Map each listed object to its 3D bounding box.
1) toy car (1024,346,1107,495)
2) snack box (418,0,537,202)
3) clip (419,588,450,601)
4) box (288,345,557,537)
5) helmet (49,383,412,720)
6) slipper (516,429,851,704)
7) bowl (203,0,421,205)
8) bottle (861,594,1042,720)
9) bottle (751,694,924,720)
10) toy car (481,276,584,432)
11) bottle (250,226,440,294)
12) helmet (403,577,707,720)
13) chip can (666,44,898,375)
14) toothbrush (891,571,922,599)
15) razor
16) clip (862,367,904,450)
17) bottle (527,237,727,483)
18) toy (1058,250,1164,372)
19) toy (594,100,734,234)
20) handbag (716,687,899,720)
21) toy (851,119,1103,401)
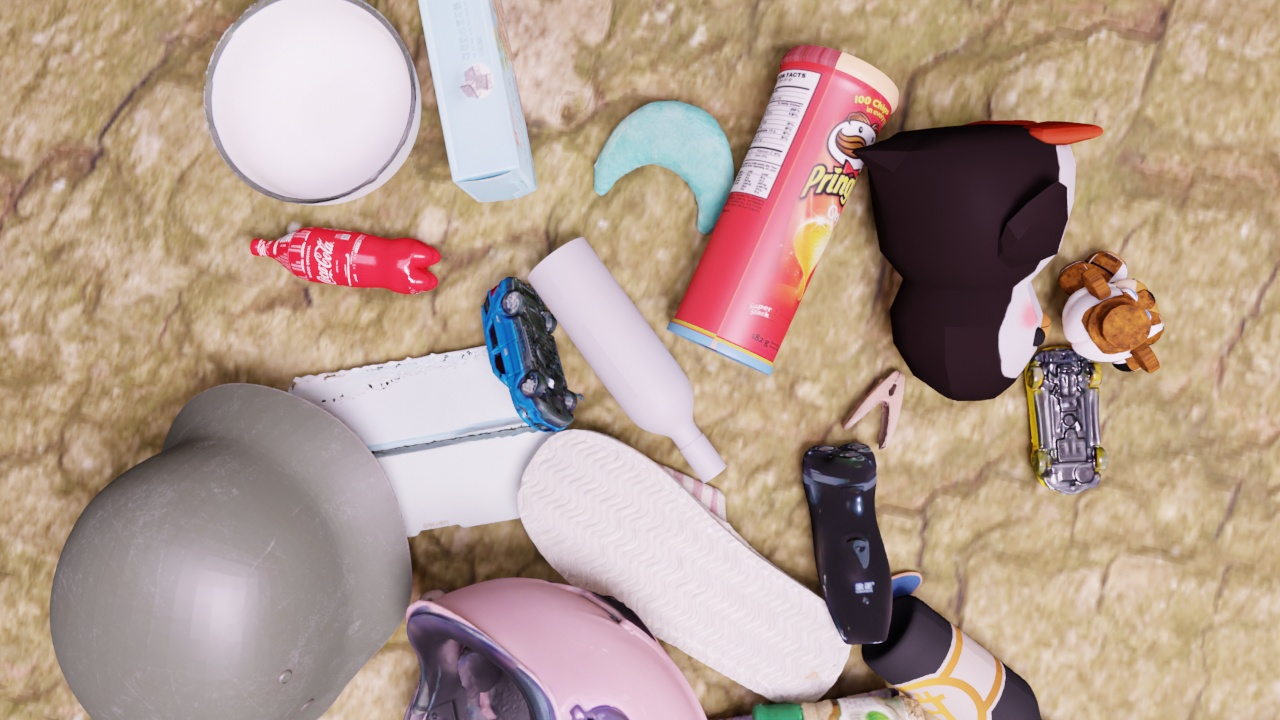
[{"bbox_3d":[0.302,0.043,0.655,0.049,0.030,0.107,-2,87,3],"label":"toy car"},{"bbox_3d":[-0.120,-0.207,0.667,0.053,0.075,0.174,-12,88,4],"label":"snack box"},{"bbox_3d":[-0.147,0.202,0.690,0.026,0.049,0.061,-20,46,4],"label":"clip"},{"bbox_3d":[-0.159,0.063,0.683,0.197,0.044,0.136,-9,87,0],"label":"box"},{"bbox_3d":[-0.295,0.167,0.619,0.227,0.153,0.268,16,112,13],"label":"helmet"},{"bbox_3d":[0.031,0.145,0.659,0.263,0.052,0.115,36,85,1],"label":"slipper"},{"bbox_3d":[-0.231,-0.185,0.676,0.153,0.073,0.153,0,88,3],"label":"bowl"},{"bbox_3d":[0.242,0.240,0.640,0.181,0.059,0.059,38,91,-4],"label":"bottle"},{"bbox_3d":[0.132,0.248,0.613,0.111,0.043,0.043,-5,88,3],"label":"bottle"},{"bbox_3d":[-0.081,-0.002,0.655,0.044,0.056,0.120,-29,60,16],"label":"toy car"},{"bbox_3d":[-0.222,-0.077,0.688,0.141,0.042,0.042,8,89,4],"label":"bottle"},{"bbox_3d":[-0.045,0.245,0.594,0.152,0.231,0.255,-27,85,-33],"label":"helmet"},{"bbox_3d":[0.098,-0.103,0.645,0.087,0.087,0.213,24,91,4],"label":"chip can"},{"bbox_3d":[0.144,0.187,0.670,0.135,0.017,0.021,-26,93,3],"label":"toothbrush"},{"bbox_3d":[0.148,0.124,0.638,0.053,0.064,0.140,-4,66,-3],"label":"razor"},{"bbox_3d":[0.180,0.035,0.669,0.049,0.026,0.061,-21,80,-7],"label":"clip"},{"bbox_3d":[-0.004,0.004,0.666,0.052,0.052,0.195,-37,87,2],"label":"bottle"},{"bbox_3d":[0.318,-0.030,0.618,0.067,0.112,0.087,-33,87,14],"label":"toy"},{"bbox_3d":[0.022,-0.148,0.680,0.105,0.033,0.085,21,104,6],"label":"toy"},{"bbox_3d":[0.119,0.309,0.648,0.158,0.069,0.126,-11,73,3],"label":"handbag"},{"bbox_3d":[0.209,-0.062,0.614,0.140,0.159,0.184,-6,106,-7],"label":"toy"}]
